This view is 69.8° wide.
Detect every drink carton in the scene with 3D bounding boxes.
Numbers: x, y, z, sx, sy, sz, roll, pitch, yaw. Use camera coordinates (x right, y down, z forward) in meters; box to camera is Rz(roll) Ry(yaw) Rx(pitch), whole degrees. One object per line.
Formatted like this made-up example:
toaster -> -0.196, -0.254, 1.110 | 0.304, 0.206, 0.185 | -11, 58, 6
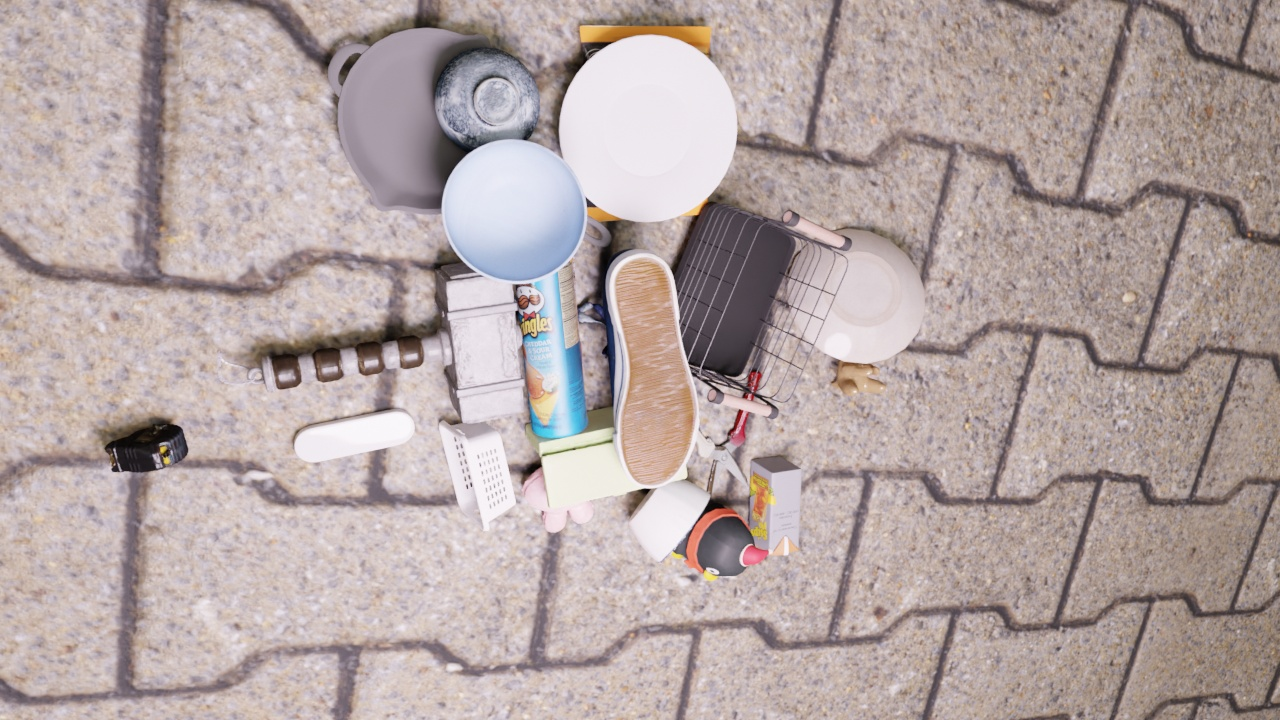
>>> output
drink carton -> 0.191, 0.206, 1.304 | 0.048, 0.076, 0.125 | -6, 105, -22

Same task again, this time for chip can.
chip can -> -0.106, -0.025, 1.098 | 0.079, 0.080, 0.230 | -11, 111, -20

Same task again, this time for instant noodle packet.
instant noodle packet -> 0.009, -0.279, 1.087 | 0.159, 0.032, 0.221 | -7, 109, -18

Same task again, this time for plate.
plate -> 0.290, -0.090, 1.216 | 0.188, 0.027, 0.188 | 1, 76, -5
plate -> 0.009, -0.265, 1.060 | 0.208, 0.015, 0.209 | -3, 109, -11

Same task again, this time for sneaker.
sneaker -> -0.007, 0.006, 1.109 | 0.120, 0.127, 0.295 | -9, 106, -12

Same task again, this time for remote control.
remote control -> -0.333, 0.087, 1.073 | 0.136, 0.013, 0.043 | -11, 111, -20

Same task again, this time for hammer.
hammer -> -0.293, -0.003, 1.024 | 0.325, 0.079, 0.177 | -10, 111, -19

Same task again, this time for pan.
pan -> -0.178, -0.227, 1.018 | 0.354, 0.024, 0.216 | 32, 92, -23

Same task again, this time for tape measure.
tape measure -> -0.513, 0.090, 0.967 | 0.067, 0.062, 0.038 | 0, 111, 16

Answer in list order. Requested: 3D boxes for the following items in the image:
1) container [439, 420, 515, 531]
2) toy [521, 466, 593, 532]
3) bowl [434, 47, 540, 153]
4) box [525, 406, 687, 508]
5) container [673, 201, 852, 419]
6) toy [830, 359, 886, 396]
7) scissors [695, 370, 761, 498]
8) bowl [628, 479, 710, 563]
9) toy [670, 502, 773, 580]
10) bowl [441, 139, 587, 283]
container -> -0.195, 0.132, 1.113 | 0.049, 0.081, 0.129 | -21, 115, -28
toy -> -0.097, 0.174, 1.185 | 0.108, 0.053, 0.105 | -18, 128, -19
bowl -> -0.156, -0.271, 0.967 | 0.114, 0.061, 0.114 | -5, 107, -17
box -> -0.040, 0.106, 1.150 | 0.187, 0.130, 0.064 | -9, 154, -19
container -> 0.138, -0.068, 1.143 | 0.162, 0.130, 0.241 | 16, 100, -36
toy -> 0.297, -0.008, 1.270 | 0.134, 0.106, 0.108 | -4, 97, -26
scissors -> 0.101, 0.099, 1.263 | 0.179, 0.015, 0.199 | 16, 101, -28
bowl -> 0.034, 0.203, 1.218 | 0.065, 0.116, 0.116 | 38, 90, 1
toy -> 0.110, 0.253, 1.260 | 0.097, 0.119, 0.099 | 29, 88, -32
bowl -> -0.136, -0.159, 0.989 | 0.150, 0.075, 0.150 | -1, 98, -10
